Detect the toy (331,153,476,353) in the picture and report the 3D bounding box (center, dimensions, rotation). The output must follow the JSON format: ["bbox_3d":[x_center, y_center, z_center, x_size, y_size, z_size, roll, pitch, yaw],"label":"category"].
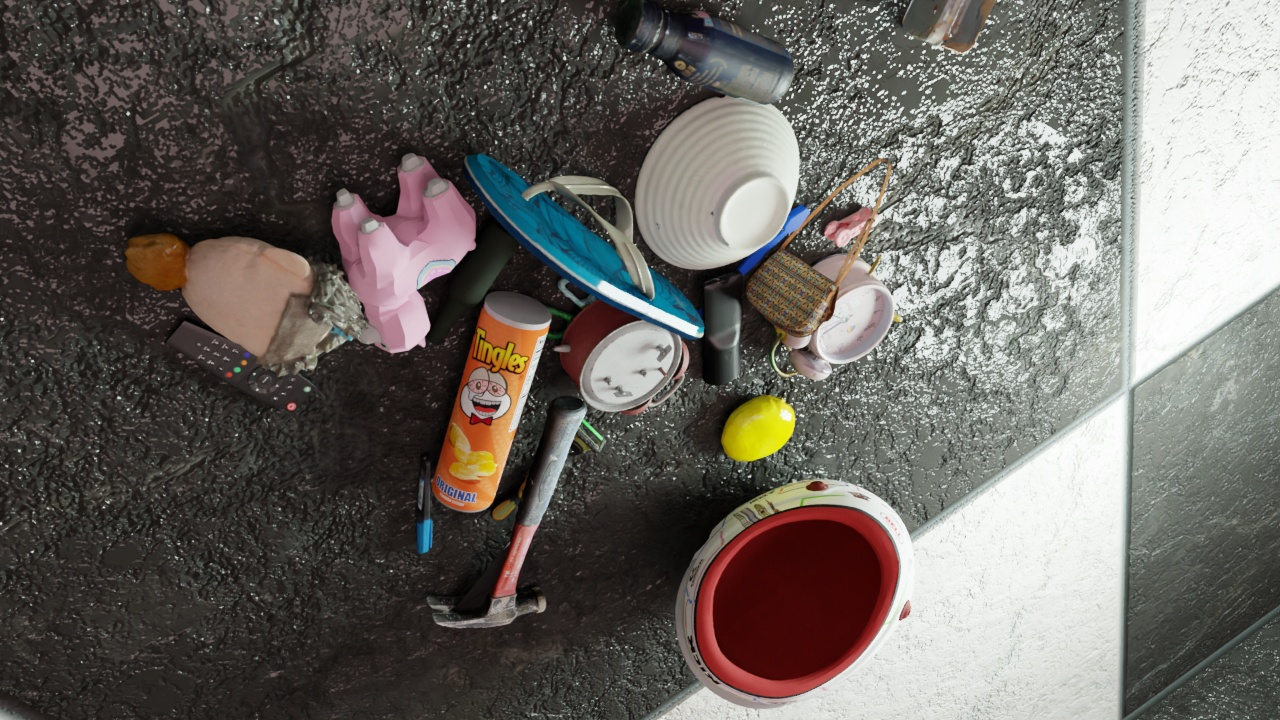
[{"bbox_3d":[-0.188,-0.079,0.745,0.123,0.067,0.158,-34,147,-20],"label":"toy"}]

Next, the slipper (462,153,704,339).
[{"bbox_3d":[-0.025,-0.098,0.794,0.060,0.118,0.294,-41,139,20],"label":"slipper"}]

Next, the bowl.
[{"bbox_3d":[0.089,-0.149,0.852,0.177,0.071,0.178,-15,129,-20],"label":"bowl"}]

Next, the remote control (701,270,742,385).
[{"bbox_3d":[0.087,-0.031,0.965,0.045,0.021,0.141,-22,136,-16],"label":"remote control"}]

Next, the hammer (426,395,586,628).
[{"bbox_3d":[-0.126,0.167,0.957,0.140,0.036,0.327,-2,130,-33],"label":"hammer"}]

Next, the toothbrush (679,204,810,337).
[{"bbox_3d":[0.102,-0.091,0.946,0.187,0.011,0.016,-44,133,9],"label":"toothbrush"}]

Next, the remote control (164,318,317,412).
[{"bbox_3d":[-0.330,0.004,0.762,0.039,0.010,0.124,-46,132,7],"label":"remote control"}]

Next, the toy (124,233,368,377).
[{"bbox_3d":[-0.297,-0.054,0.700,0.175,0.076,0.133,26,136,-28],"label":"toy"}]

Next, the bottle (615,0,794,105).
[{"bbox_3d":[0.055,-0.257,0.763,0.160,0.056,0.056,8,118,-34],"label":"bottle"}]

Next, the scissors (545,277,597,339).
[{"bbox_3d":[-0.040,-0.046,0.894,0.131,0.013,0.078,16,112,-40],"label":"scissors"}]

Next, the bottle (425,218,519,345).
[{"bbox_3d":[-0.150,-0.065,0.801,0.033,0.033,0.123,24,109,-40],"label":"bottle"}]

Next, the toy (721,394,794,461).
[{"bbox_3d":[0.138,0.081,1.068,0.095,0.041,0.094,26,112,-40],"label":"toy"}]

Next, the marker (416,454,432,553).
[{"bbox_3d":[-0.217,0.146,0.926,0.015,0.018,0.123,-10,126,-30],"label":"marker"}]

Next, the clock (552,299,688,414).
[{"bbox_3d":[-0.006,0.005,0.905,0.110,0.062,0.156,-44,139,6],"label":"clock"}]

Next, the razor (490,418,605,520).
[{"bbox_3d":[-0.104,0.119,0.969,0.144,0.021,0.044,-42,116,3],"label":"razor"}]

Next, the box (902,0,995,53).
[{"bbox_3d":[0.311,-0.378,0.798,0.121,0.094,0.218,3,121,-35],"label":"box"}]

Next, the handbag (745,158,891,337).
[{"bbox_3d":[0.190,-0.117,0.927,0.043,0.093,0.196,24,104,-46],"label":"handbag"}]

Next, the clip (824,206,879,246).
[{"bbox_3d":[0.225,-0.139,0.961,0.059,0.039,0.023,-34,130,-10],"label":"clip"}]

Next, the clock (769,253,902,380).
[{"bbox_3d":[0.205,-0.042,1.004,0.158,0.059,0.117,-35,133,-2],"label":"clock"}]

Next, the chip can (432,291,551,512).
[{"bbox_3d":[-0.142,0.042,0.863,0.062,0.062,0.211,4,120,-32],"label":"chip can"}]

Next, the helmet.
[{"bbox_3d":[0.179,0.278,1.106,0.314,0.231,0.236,-31,169,-14],"label":"helmet"}]
